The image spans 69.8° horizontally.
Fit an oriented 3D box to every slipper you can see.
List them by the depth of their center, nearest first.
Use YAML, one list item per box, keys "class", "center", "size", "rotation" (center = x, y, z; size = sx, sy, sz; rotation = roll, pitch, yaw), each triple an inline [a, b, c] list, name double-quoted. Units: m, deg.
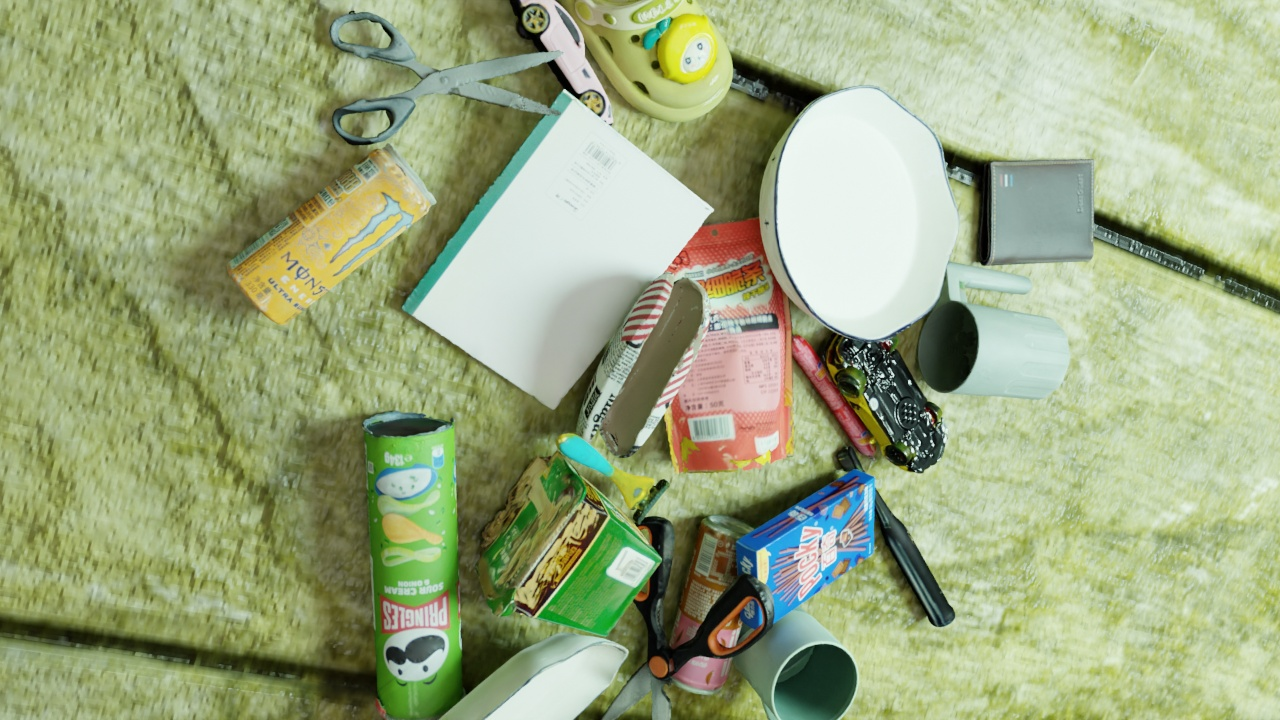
- class: "slipper"
  center: [-0.002, -0.263, 0.687]
  size: [0.091, 0.081, 0.190]
  rotation: [-44, 107, -2]

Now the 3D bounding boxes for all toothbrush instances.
- class: "toothbrush"
  center: [0.242, 0.168, 0.872]
  size: [0.027, 0.026, 0.212]
  rotation: [-26, 107, 24]

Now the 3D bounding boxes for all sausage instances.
- class: "sausage"
  center: [0.174, 0.032, 0.828]
  size: [0.020, 0.020, 0.156]
  rotation: [-40, 109, -7]

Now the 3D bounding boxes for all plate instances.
- class: "plate"
  center: [-0.127, 0.304, 0.739]
  size: [0.266, 0.034, 0.162]
  rotation: [-42, 151, 2]
- class: "plate"
  center: [0.179, -0.119, 0.762]
  size: [0.204, 0.046, 0.205]
  rotation: [-2, 93, -31]

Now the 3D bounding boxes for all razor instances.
- class: "razor"
  center: [-0.027, 0.086, 0.724]
  size: [0.043, 0.028, 0.132]
  rotation: [-49, 135, 1]

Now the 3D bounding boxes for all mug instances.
- class: "mug"
  center: [0.129, 0.277, 0.814]
  size: [0.082, 0.106, 0.112]
  rotation: [3, 99, -18]
- class: "mug"
  center: [0.319, -0.026, 0.836]
  size: [0.103, 0.084, 0.123]
  rotation: [6, 74, -19]

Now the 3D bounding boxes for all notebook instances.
- class: "notebook"
  center: [-0.064, -0.079, 0.711]
  size: [0.150, 0.012, 0.209]
  rotation: [35, 103, -21]

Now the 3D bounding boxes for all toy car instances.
- class: "toy car"
  center: [-0.056, -0.228, 0.689]
  size: [0.037, 0.056, 0.122]
  rotation: [-35, 109, -1]
- class: "toy car"
  center: [0.221, 0.036, 0.825]
  size: [0.071, 0.041, 0.156]
  rotation: [-46, 108, -26]

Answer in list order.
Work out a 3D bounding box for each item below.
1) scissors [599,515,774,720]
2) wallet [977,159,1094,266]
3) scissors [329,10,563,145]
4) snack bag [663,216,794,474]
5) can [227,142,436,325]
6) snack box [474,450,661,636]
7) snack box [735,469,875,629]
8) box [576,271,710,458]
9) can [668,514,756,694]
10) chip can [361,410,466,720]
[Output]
- class: "scissors"
  center: [0.024, 0.237, 0.786]
  size: [0.221, 0.021, 0.223]
  rotation: [-32, 75, 31]
- class: "wallet"
  center: [0.371, -0.138, 0.856]
  size: [0.122, 0.020, 0.096]
  rotation: [-5, 102, -18]
- class: "scissors"
  center: [-0.149, -0.202, 0.664]
  size: [0.172, 0.014, 0.159]
  rotation: [-42, 96, 8]
- class: "snack bag"
  center: [0.068, -0.012, 0.767]
  size: [0.128, 0.073, 0.208]
  rotation: [-8, 96, -7]
- class: "can"
  center: [-0.222, -0.091, 0.663]
  size: [0.146, 0.058, 0.058]
  rotation: [-40, 109, -6]
- class: "snack box"
  center: [-0.052, 0.152, 0.734]
  size: [0.105, 0.117, 0.118]
  rotation: [34, 92, -24]
- class: "snack box"
  center: [0.148, 0.164, 0.805]
  size: [0.156, 0.026, 0.085]
  rotation: [-23, 119, -34]
- class: "box"
  center: [-0.012, 0.000, 0.720]
  size: [0.079, 0.074, 0.164]
  rotation: [11, 124, -29]
- class: "can"
  center: [0.064, 0.214, 0.809]
  size: [0.058, 0.058, 0.147]
  rotation: [12, 97, -19]
- class: "chip can"
  center: [-0.177, 0.161, 0.718]
  size: [0.072, 0.072, 0.236]
  rotation: [-3, 101, -16]
